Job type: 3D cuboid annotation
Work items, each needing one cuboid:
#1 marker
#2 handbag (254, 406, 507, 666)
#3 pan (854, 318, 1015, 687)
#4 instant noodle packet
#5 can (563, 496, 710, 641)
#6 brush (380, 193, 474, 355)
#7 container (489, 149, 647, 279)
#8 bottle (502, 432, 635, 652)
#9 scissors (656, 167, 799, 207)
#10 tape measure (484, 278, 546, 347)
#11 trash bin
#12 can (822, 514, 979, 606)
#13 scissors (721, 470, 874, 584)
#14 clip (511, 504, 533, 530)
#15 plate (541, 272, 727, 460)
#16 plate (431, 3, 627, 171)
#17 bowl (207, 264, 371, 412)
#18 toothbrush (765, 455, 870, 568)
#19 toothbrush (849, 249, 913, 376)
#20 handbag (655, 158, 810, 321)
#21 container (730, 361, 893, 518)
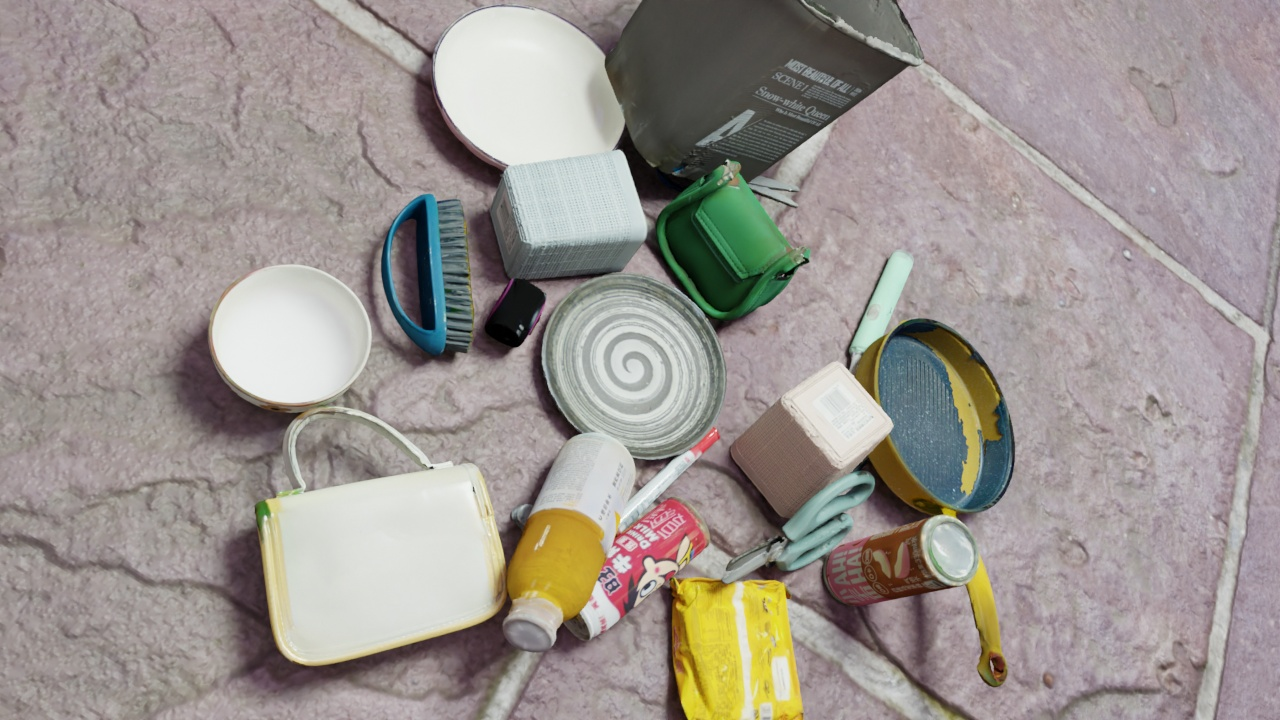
[{"bbox_3d":[0.019,0.105,0.804,0.144,0.017,0.017,-40,89,-30],"label":"marker"},{"bbox_3d":[-0.194,0.118,0.674,0.163,0.063,0.178,-8,81,-25],"label":"handbag"},{"bbox_3d":[0.292,0.121,0.858,0.197,0.078,0.356,22,60,-26],"label":"pan"},{"bbox_3d":[0.076,0.246,0.757,0.110,0.044,0.128,6,64,-14],"label":"instant noodle packet"},{"bbox_3d":[-0.007,0.168,0.746,0.132,0.053,0.053,-33,85,-30],"label":"can"},{"bbox_3d":[-0.179,-0.073,0.767,0.073,0.055,0.143,1,70,-25],"label":"brush"},{"bbox_3d":[-0.068,-0.126,0.818,0.111,0.090,0.090,-11,75,-24],"label":"container"},{"bbox_3d":[-0.055,0.134,0.697,0.068,0.068,0.189,33,38,-8],"label":"bottle"},{"bbox_3d":[0.091,-0.186,0.955,0.172,0.012,0.132,40,58,-6],"label":"scissors"},{"bbox_3d":[-0.105,-0.040,0.784,0.039,0.058,0.057,30,80,-12],"label":"tape measure"},{"bbox_3d":[0.100,-0.290,0.850,0.198,0.220,0.198,5,56,-42],"label":"trash bin"},{"bbox_3d":[0.220,0.174,0.787,0.058,0.148,0.057,9,66,-21],"label":"can"},{"bbox_3d":[0.134,0.140,0.771,0.179,0.143,0.019,-8,44,-41],"label":"scissors"},{"bbox_3d":[-0.082,0.141,0.747,0.057,0.032,0.025,49,61,-7],"label":"clip"},{"bbox_3d":[-0.005,0.005,0.831,0.179,0.024,0.179,7,68,-19],"label":"plate"},{"bbox_3d":[-0.106,-0.250,0.878,0.192,0.039,0.192,9,67,-20],"label":"plate"},{"bbox_3d":[-0.267,-0.010,0.700,0.113,0.062,0.113,9,67,-22],"label":"bowl"},{"bbox_3d":[0.171,0.132,0.860,0.180,0.016,0.018,-37,78,-30],"label":"toothbrush"},{"bbox_3d":[0.237,-0.030,0.947,0.223,0.026,0.027,-60,135,-29],"label":"toothbrush"},{"bbox_3d":[0.085,-0.111,0.860,0.067,0.120,0.131,-32,83,-36],"label":"handbag"},{"bbox_3d":[0.153,0.069,0.814,0.090,0.111,0.090,-30,74,-30],"label":"container"}]
